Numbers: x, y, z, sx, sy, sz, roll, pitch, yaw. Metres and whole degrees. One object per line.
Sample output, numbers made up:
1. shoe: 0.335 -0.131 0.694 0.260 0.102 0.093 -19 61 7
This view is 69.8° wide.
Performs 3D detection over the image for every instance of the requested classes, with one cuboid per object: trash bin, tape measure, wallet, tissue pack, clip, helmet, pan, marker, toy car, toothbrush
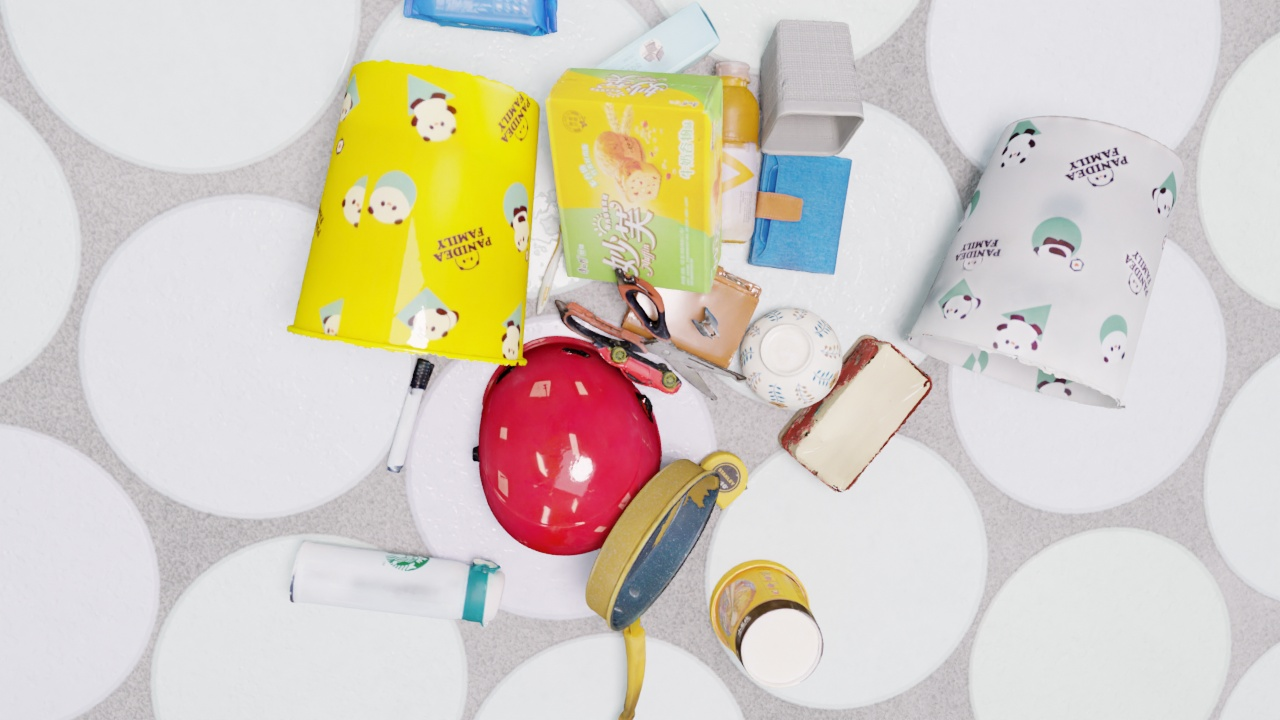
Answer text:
1. trash bin: -0.205 -0.136 0.893 0.229 0.229 0.255 9 92 -8
2. tape measure: 0.094 0.133 1.056 0.057 0.029 0.060 -42 100 2
3. wallet: 0.176 -0.166 1.018 0.106 0.040 0.133 7 96 -11
4. tissue pack: -0.161 -0.386 0.939 0.157 0.052 0.095 3 96 -7
5. clip: 0.073 -0.035 0.985 0.045 0.058 0.027 -35 108 3
6. helmet: -0.079 0.098 0.977 0.207 0.144 0.240 -16 99 -2
7. pan: 0.005 0.269 1.009 0.078 0.197 0.358 32 120 22
8. wallet: 0.058 -0.060 1.023 0.131 0.031 0.108 22 97 -11
9. trash bin: 0.433 -0.102 0.969 0.229 0.229 0.252 20 90 -9
10. marker: -0.254 0.061 1.013 0.022 0.018 0.131 15 96 -18
11. toy car: -0.006 0.006 0.985 0.106 0.049 0.031 28 96 -14
12. toothbrush: -0.088 -0.142 1.003 0.018 0.016 0.191 18 96 2

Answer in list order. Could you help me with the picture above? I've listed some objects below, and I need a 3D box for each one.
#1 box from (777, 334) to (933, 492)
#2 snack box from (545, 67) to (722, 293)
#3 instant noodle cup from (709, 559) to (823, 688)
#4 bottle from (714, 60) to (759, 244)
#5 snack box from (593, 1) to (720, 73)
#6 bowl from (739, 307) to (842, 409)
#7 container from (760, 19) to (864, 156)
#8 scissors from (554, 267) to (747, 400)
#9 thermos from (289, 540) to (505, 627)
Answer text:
1. box: 0.242 0.060 1.036 0.091 0.080 0.168 39 92 -11
2. snack box: 0.000 -0.174 0.907 0.158 0.069 0.210 8 132 13
3. instant noodle cup: 0.147 0.303 1.044 0.118 0.114 0.118 -1 99 -7
4. bottle: 0.093 -0.221 0.984 0.068 0.068 0.189 2 98 -7
5. snack box: -0.005 -0.301 0.958 0.175 0.074 0.051 -34 100 -1
6. bowl: 0.163 -0.007 1.005 0.113 0.062 0.113 -3 79 13
7. container: 0.174 -0.286 0.961 0.090 0.090 0.114 0 76 -8
8. scissors: 0.010 -0.024 0.998 0.189 0.015 0.227 1 140 24
9. thermos: -0.264 0.245 1.014 0.224 0.073 0.073 9 97 -8
